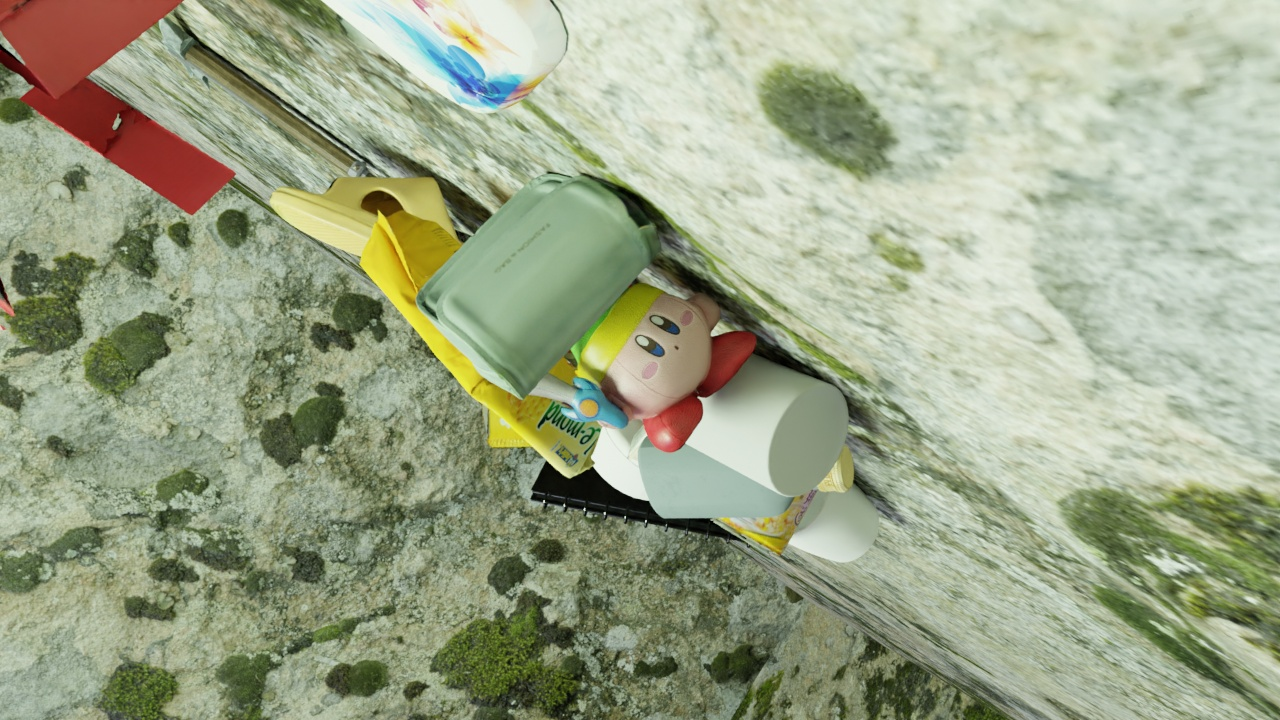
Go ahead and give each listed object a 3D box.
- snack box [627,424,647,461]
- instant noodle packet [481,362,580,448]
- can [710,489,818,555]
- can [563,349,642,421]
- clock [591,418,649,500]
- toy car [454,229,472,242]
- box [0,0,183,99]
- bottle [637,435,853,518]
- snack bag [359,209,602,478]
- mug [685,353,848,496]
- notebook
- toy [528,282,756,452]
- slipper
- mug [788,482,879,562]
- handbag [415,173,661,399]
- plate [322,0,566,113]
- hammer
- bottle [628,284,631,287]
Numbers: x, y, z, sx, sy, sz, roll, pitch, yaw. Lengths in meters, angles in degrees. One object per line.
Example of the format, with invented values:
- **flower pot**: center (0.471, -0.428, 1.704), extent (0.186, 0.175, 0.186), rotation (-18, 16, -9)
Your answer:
- **snack box**: center (0.051, 0.058, 0.761), extent (0.082, 0.026, 0.150), rotation (22, 147, -9)
- **instant noodle packet**: center (-0.097, 0.033, 1.033), extent (0.163, 0.084, 0.221), rotation (-2, -172, -12)
- **can**: center (0.112, 0.104, 0.767), extent (0.067, 0.105, 0.068), rotation (30, 173, 4)
- **can**: center (-0.005, 0.005, 0.791), extent (0.170, 0.067, 0.067), rotation (42, 169, -37)
- **clock**: center (0.007, 0.075, 0.889), extent (0.161, 0.125, 0.073), rotation (37, 133, -3)
- **toy car**: center (-0.162, -0.098, 0.885), extent (0.112, 0.041, 0.048), rotation (23, -143, -47)
- **box**: center (-0.397, -0.171, 0.511), extent (0.211, 0.315, 0.124), rotation (30, -179, 22)
- **bottle**: center (0.081, 0.086, 0.707), extent (0.161, 0.046, 0.072), rotation (-6, 113, 29)
- **snack bag**: center (-0.110, -0.008, 0.714), extent (0.159, 0.068, 0.247), rotation (47, 174, 26)
- **mug**: center (0.092, 0.039, 0.638), extent (0.111, 0.079, 0.097), rotation (4, -166, -42)
- **notebook**: center (0.017, 0.124, 0.948), extent (0.231, 0.019, 0.168), rotation (10, -157, 5)
- **toy**: center (-0.013, -0.005, 0.587), extent (0.131, 0.124, 0.097), rotation (39, 166, -6)
- **slipper**: center (-0.182, -0.115, 0.788), extent (0.263, 0.078, 0.099), rotation (18, 175, -7)
- **mug**: center (0.162, 0.128, 0.852), extent (0.087, 0.081, 0.114), rotation (33, -156, -33)
- **handbag**: center (-0.061, -0.048, 0.535), extent (0.106, 0.121, 0.067), rotation (28, 161, 54)
- **plate**: center (-0.124, -0.181, 0.413), extent (0.187, 0.016, 0.187), rotation (37, 171, -18)
- **hammer**: center (-0.319, -0.216, 0.889), extent (0.317, 0.028, 0.147), rotation (35, 172, -5)
- **bottle**: center (-0.041, -0.061, 0.675), extent (0.119, 0.036, 0.036), rotation (35, 171, 0)
